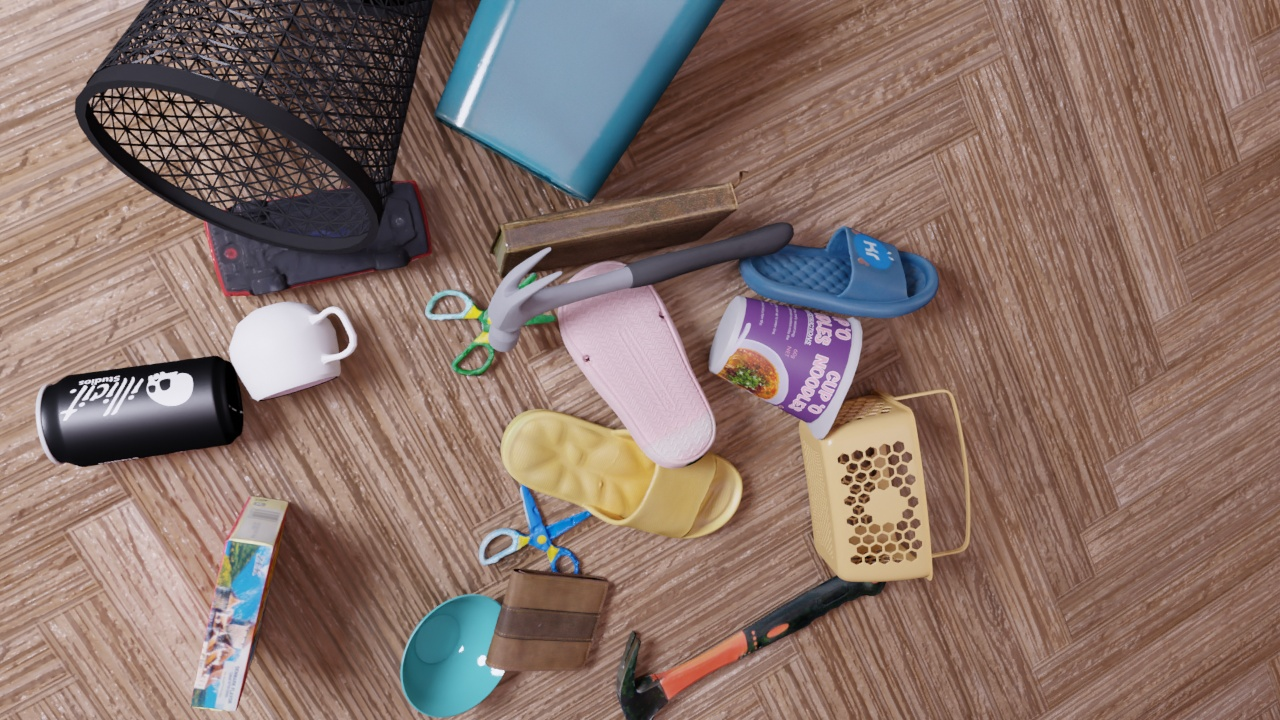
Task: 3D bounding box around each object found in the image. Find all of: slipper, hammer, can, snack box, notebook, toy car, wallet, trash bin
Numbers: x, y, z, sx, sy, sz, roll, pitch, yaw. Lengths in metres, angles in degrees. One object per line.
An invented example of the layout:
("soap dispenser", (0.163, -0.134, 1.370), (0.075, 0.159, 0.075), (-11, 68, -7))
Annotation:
("slipper", (-0.012, 0.120, 0.920), (0.263, 0.078, 0.099), (20, 94, -17))
("slipper", (-0.005, 0.005, 0.897), (0.106, 0.056, 0.221), (-27, 81, -17))
("hammer", (0.009, -0.084, 0.847), (0.310, 0.125, 0.029), (-17, 70, -22))
("can", (-0.430, 0.044, 0.798), (0.146, 0.080, 0.080), (-9, 99, -14))
("snack box", (-0.350, 0.207, 0.807), (0.040, 0.142, 0.145), (13, 94, -17))
("notebook", (-0.023, -0.121, 0.831), (0.215, 0.190, 0.034), (-12, 89, -13))
("toy car", (-0.288, -0.112, 0.829), (0.189, 0.056, 0.081), (-13, 101, -13))
("hammer", (0.127, 0.301, 1.005), (0.332, 0.033, 0.133), (-24, 101, -12))
("wallet", (-0.092, 0.262, 0.923), (0.121, 0.027, 0.098), (16, 90, -39))
("slipper", (0.207, -0.093, 0.938), (0.213, 0.103, 0.059), (2, 136, -10))
("trash bin", (-0.273, -0.244, 0.720), (0.217, 0.217, 0.242), (20, 69, -16))
("trash bin", (-0.064, -0.273, 0.807), (0.196, 0.199, 0.219), (28, 96, -16))

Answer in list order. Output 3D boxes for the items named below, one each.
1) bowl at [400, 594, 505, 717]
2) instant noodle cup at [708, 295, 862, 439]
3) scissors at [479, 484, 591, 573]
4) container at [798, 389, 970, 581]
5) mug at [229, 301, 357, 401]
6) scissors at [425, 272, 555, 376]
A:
("bowl", (-0.188, 0.281, 0.899), (0.120, 0.046, 0.121), (-9, 104, -39))
("instant noodle cup", (0.138, -0.001, 0.927), (0.122, 0.122, 0.136), (20, 59, -7))
("scissors", (-0.105, 0.184, 0.938), (0.129, 0.013, 0.125), (-19, 102, -14))
("container", (0.268, 0.130, 0.969), (0.167, 0.129, 0.183), (-9, 99, -4))
("mug", (-0.301, -0.015, 0.810), (0.124, 0.090, 0.076), (-18, 91, 24))
("scissors", (-0.149, -0.046, 0.888), (0.117, 0.012, 0.130), (42, 97, -11))
